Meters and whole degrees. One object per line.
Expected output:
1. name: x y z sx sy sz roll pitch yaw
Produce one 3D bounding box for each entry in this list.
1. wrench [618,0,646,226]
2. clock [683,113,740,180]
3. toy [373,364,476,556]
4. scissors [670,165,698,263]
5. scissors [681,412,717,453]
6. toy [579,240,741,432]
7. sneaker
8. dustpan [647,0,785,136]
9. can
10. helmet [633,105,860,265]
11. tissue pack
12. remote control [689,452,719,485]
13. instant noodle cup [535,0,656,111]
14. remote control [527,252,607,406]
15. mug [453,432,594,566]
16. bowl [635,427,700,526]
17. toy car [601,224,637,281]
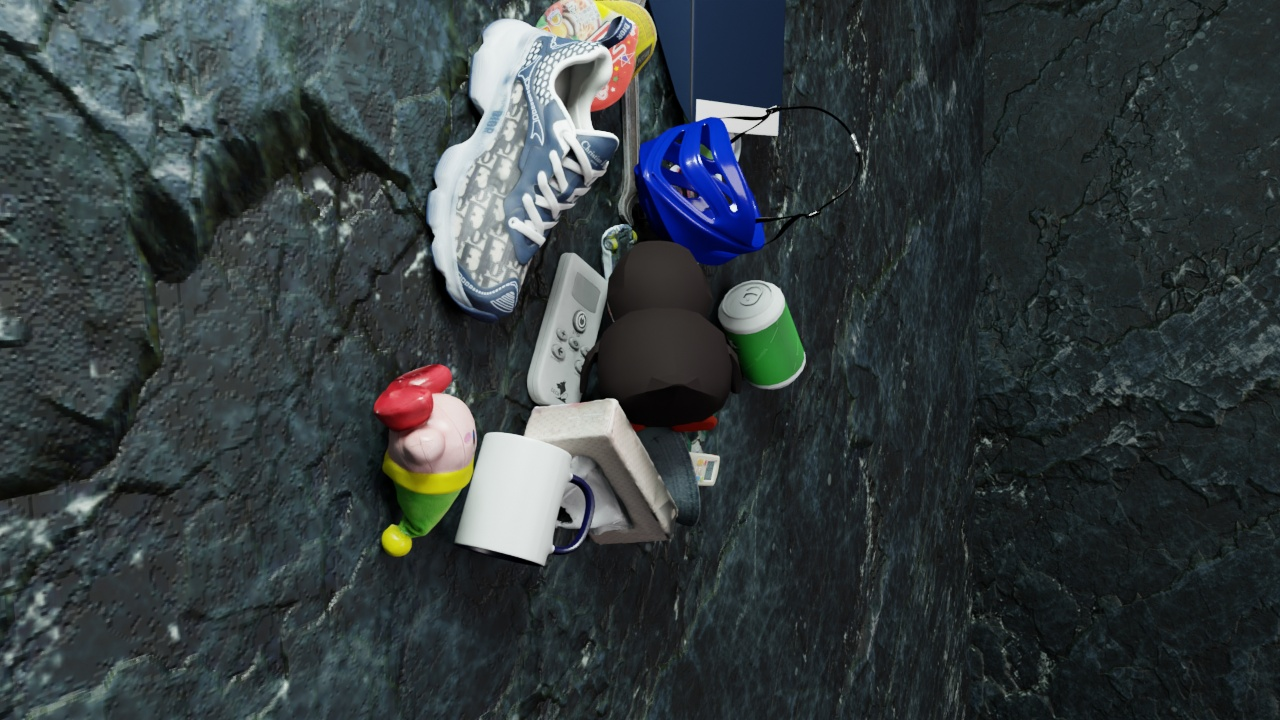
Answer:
1. wrench: -0.011 -0.282 0.984 0.069 0.010 0.273 -14 105 -58
2. clock: 0.087 -0.276 1.115 0.094 0.043 0.119 -32 119 -55
3. toy: -0.169 0.076 0.711 0.124 0.097 0.131 -121 -166 -74
4. scissors: 0.050 -0.141 1.094 0.176 0.013 0.171 -53 137 -45
5. scissors: 0.068 0.068 1.124 0.202 0.015 0.205 64 38 -50
6. toy: 0.021 -0.034 0.895 0.140 0.159 0.183 114 -25 -70
7. sneaker: -0.082 -0.161 0.759 0.103 0.133 0.269 30 68 -58
8. dustpan: 0.086 -0.408 1.085 0.235 0.080 0.273 -17 111 -55
9. can: 0.162 -0.032 1.215 0.087 0.088 0.140 -64 142 -33
10. helmet: 0.112 -0.195 0.971 0.241 0.228 0.147 8 62 -66
11. tissue pack: -0.040 0.121 0.889 0.181 0.104 0.071 63 27 -43
12. remote control: 0.066 0.130 1.096 0.125 0.018 0.038 17 84 -64
13. instant noodle cup: -0.036 -0.299 0.874 0.112 0.100 0.100 -56 138 -56
14. remote control: -0.069 -0.023 0.899 0.074 0.019 0.150 38 60 -54
15. mug: -0.094 0.125 0.793 0.112 0.079 0.096 19 72 -18
16. bowl: 0.010 0.120 0.987 0.057 0.137 0.137 -16 111 -16
17. toy car: -0.023 -0.098 0.959 0.038 0.027 0.090 -31 128 -44
